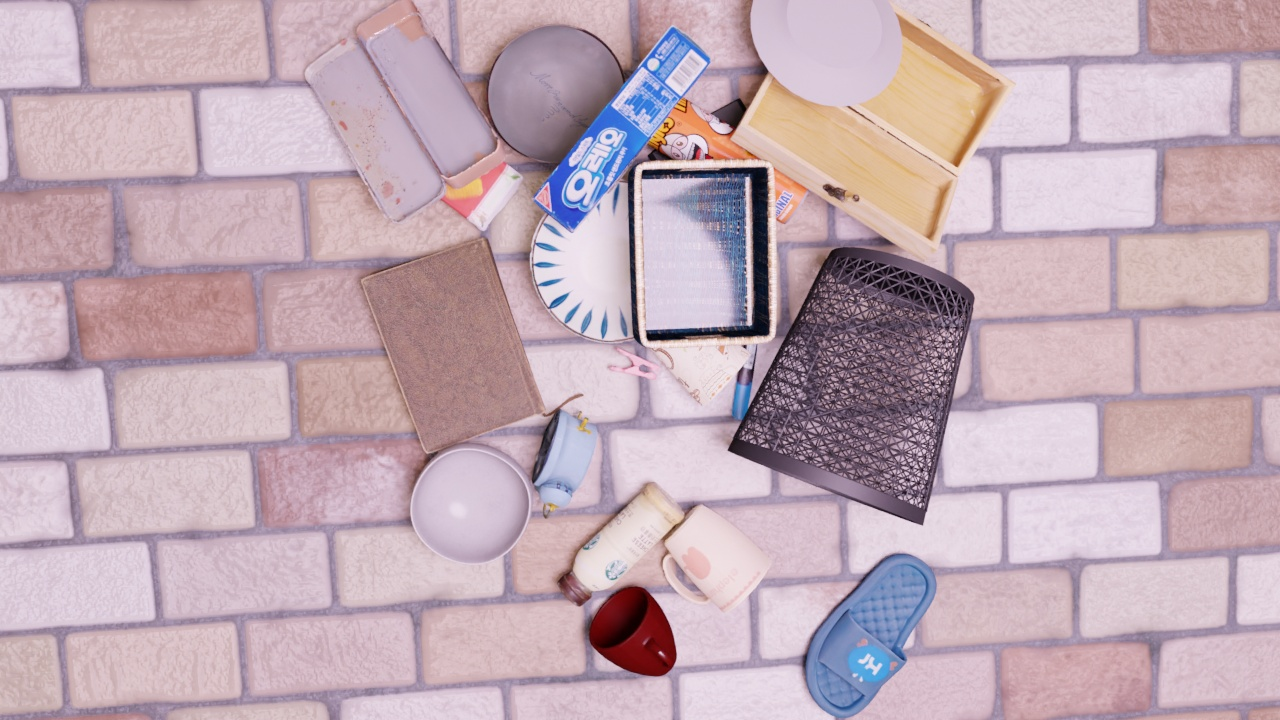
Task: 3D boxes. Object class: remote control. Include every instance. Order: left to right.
[{"bbox_3d":[0.069,-0.255,1.045,0.124,0.010,0.039,-34,96,-1],"label":"remote control"}]

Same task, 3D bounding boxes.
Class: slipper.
[{"bbox_3d":[0.272,0.324,1.082,0.104,0.059,0.213,33,90,-4],"label":"slipper"}]

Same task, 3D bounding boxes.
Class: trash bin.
[{"bbox_3d":[0.238,0.023,0.989,0.217,0.217,0.243,22,86,-5],"label":"trash bin"}]

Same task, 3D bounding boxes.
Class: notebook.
[{"bbox_3d":[-0.188,-0.022,1.034,0.190,0.034,0.215,-18,96,-3],"label":"notebook"}]

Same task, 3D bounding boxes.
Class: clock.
[{"bbox_3d":[-0.089,0.116,1.025,0.051,0.089,0.124,20,90,-12],"label":"clock"}]

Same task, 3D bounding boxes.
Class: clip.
[{"bbox_3d":[-0.007,0.010,1.056,0.057,0.022,0.035,19,89,-7],"label":"clip"}]

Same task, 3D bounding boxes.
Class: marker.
[{"bbox_3d":[0.124,0.008,1.069,0.018,0.015,0.123,9,91,-8],"label":"marker"}]

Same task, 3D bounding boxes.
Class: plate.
[{"bbox_3d":[0.203,-0.354,0.974,0.172,0.019,0.172,2,78,-12],"label":"plate"}]

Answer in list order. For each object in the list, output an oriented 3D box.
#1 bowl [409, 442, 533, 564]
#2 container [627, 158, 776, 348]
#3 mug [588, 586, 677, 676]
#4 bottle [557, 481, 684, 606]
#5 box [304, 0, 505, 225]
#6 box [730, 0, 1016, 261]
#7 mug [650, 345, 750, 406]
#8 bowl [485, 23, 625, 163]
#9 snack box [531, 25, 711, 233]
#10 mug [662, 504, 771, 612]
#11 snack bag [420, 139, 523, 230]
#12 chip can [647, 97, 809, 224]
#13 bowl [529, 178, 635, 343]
[{"bbox_3d":[-0.188,0.157,1.032,0.132,0.064,0.132,0,96,-4],"label":"bowl"},{"bbox_3d":[0.062,-0.110,0.952,0.145,0.071,0.187,-3,97,-8],"label":"container"},{"bbox_3d":[0.008,0.323,1.042,0.087,0.114,0.088,-47,114,-16],"label":"mug"},{"bbox_3d":[-0.025,0.213,1.052,0.162,0.056,0.056,-44,96,0],"label":"bottle"},{"bbox_3d":[-0.255,-0.266,0.980,0.148,0.043,0.216,-32,79,-5],"label":"box"},{"bbox_3d":[0.255,-0.271,1.015,0.247,0.097,0.260,31,68,-4],"label":"box"},{"bbox_3d":[0.074,-0.024,1.040,0.097,0.081,0.121,42,71,1],"label":"mug"},{"bbox_3d":[-0.092,-0.287,1.008,0.150,0.057,0.151,0,95,-4],"label":"bowl"},{"bbox_3d":[-0.020,-0.234,0.942,0.059,0.059,0.226,38,93,-8],"label":"snack box"},{"bbox_3d":[0.076,0.231,1.056,0.104,0.085,0.112,45,120,3],"label":"mug"},{"bbox_3d":[-0.198,-0.208,1.017,0.116,0.036,0.077,37,91,-6],"label":"snack bag"},{"bbox_3d":[0.085,-0.229,1.010,0.210,0.062,0.062,29,92,-6],"label":"chip can"},{"bbox_3d":[-0.032,-0.109,1.019,0.177,0.071,0.177,0,94,-4],"label":"bowl"}]
